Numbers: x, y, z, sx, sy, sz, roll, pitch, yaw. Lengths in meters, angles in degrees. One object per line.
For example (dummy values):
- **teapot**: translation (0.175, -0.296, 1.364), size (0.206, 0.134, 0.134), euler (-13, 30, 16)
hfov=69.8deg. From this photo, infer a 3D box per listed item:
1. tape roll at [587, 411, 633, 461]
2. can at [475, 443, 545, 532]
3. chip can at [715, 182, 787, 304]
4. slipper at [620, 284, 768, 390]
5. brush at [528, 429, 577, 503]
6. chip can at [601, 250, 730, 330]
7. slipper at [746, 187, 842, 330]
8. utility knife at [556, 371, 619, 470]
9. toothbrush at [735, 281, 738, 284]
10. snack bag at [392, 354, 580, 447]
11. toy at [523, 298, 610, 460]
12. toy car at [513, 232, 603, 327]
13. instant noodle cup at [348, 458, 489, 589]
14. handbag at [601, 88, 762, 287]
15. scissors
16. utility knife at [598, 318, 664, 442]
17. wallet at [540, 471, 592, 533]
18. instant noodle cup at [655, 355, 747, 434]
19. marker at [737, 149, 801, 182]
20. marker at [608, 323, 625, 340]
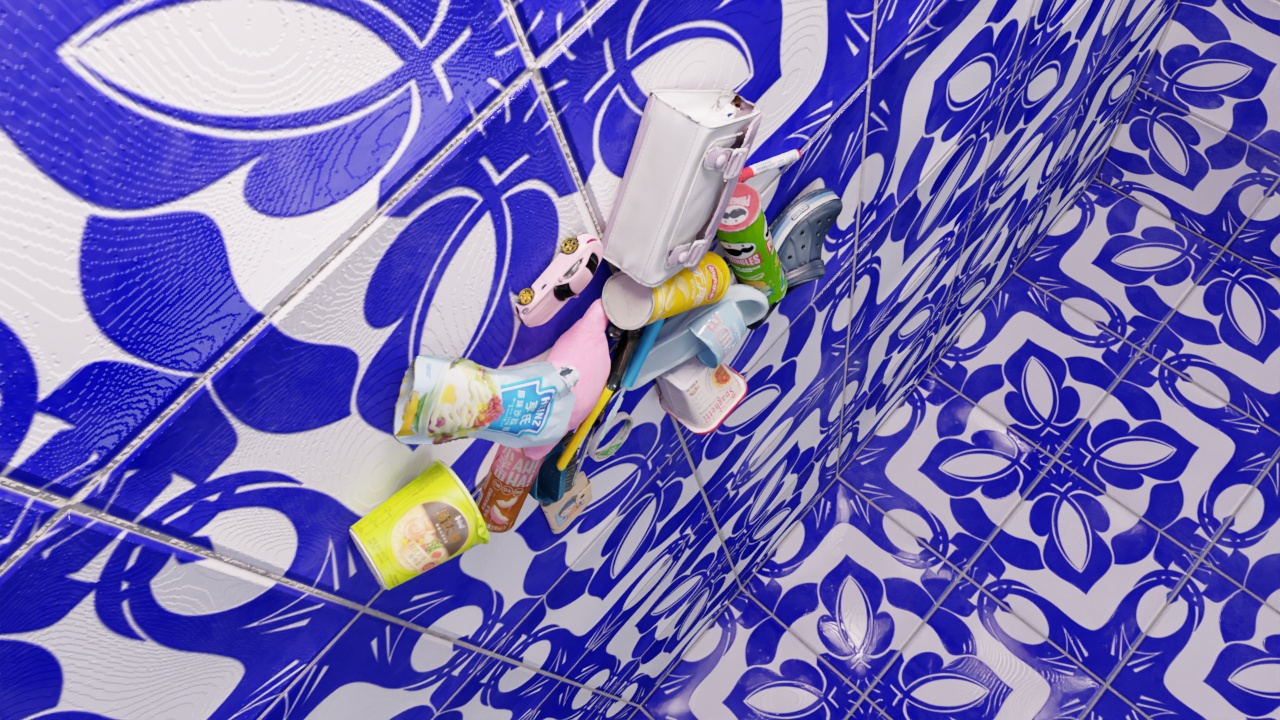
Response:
- **tape roll**: translation (-0.045, 0.114, 1.381), size (0.085, 0.014, 0.086), euler (-40, 154, -24)
- **can**: translation (-0.164, 0.148, 1.155), size (0.057, 0.058, 0.148), euler (-17, 140, -53)
- **chip can**: translation (0.149, -0.152, 1.252), size (0.072, 0.072, 0.236), euler (-49, 153, -5)
- **slipper**: translation (0.076, -0.024, 1.272), size (0.245, 0.074, 0.104), euler (-30, 153, -8)
- **brush**: translation (-0.124, 0.145, 1.227), size (0.073, 0.055, 0.144), euler (-37, 153, -34)
- **chip can**: translation (0.037, -0.090, 1.128), size (0.212, 0.072, 0.072), euler (-22, 144, -59)
- **slipper**: translation (0.232, -0.144, 1.410), size (0.104, 0.095, 0.253), euler (-17, 143, -57)
- **utility knife**: translation (-0.066, 0.080, 1.146), size (0.157, 0.015, 0.033), euler (-58, -173, 21)
- **toothbrush**: translation (0.151, -0.115, 1.400), size (0.017, 0.016, 0.188), euler (-50, 163, -47)
- **snack bag**: translation (-0.153, 0.045, 0.951), size (0.190, 0.039, 0.110), euler (5, 114, -32)
- **toy**: translation (-0.087, 0.038, 1.086), size (0.179, 0.074, 0.194), euler (98, 19, -50)
- **toy car**: translation (-0.085, -0.084, 0.988), size (0.122, 0.037, 0.056), euler (-49, 155, -3)
- **instant noodle cup**: translation (-0.248, 0.188, 1.011), size (0.123, 0.111, 0.112), euler (-32, 151, -24)
- **handbag**: translation (0.050, -0.192, 1.010), size (0.144, 0.098, 0.197), euler (-32, 151, -50)
- **scissors**: translation (-0.046, 0.057, 1.205), size (0.152, 0.022, 0.235), euler (-69, 179, -56)
- **utility knife**: translation (-0.007, 0.007, 1.208), size (0.034, 0.018, 0.225), euler (65, 48, -74)
- **wallet**: translation (-0.110, 0.214, 1.400), size (0.087, 0.024, 0.115), euler (-38, 153, -17)
- **instant noodle cup**: translation (0.082, 0.030, 1.380), size (0.116, 0.117, 0.124), euler (-47, 145, -9)
- **marker**: translation (0.171, -0.260, 1.221), size (0.144, 0.017, 0.017), euler (-29, 148, -42)
- **marker**: translation (-0.013, -0.057, 1.122), size (0.130, 0.018, 0.023), euler (-56, 151, -62)
